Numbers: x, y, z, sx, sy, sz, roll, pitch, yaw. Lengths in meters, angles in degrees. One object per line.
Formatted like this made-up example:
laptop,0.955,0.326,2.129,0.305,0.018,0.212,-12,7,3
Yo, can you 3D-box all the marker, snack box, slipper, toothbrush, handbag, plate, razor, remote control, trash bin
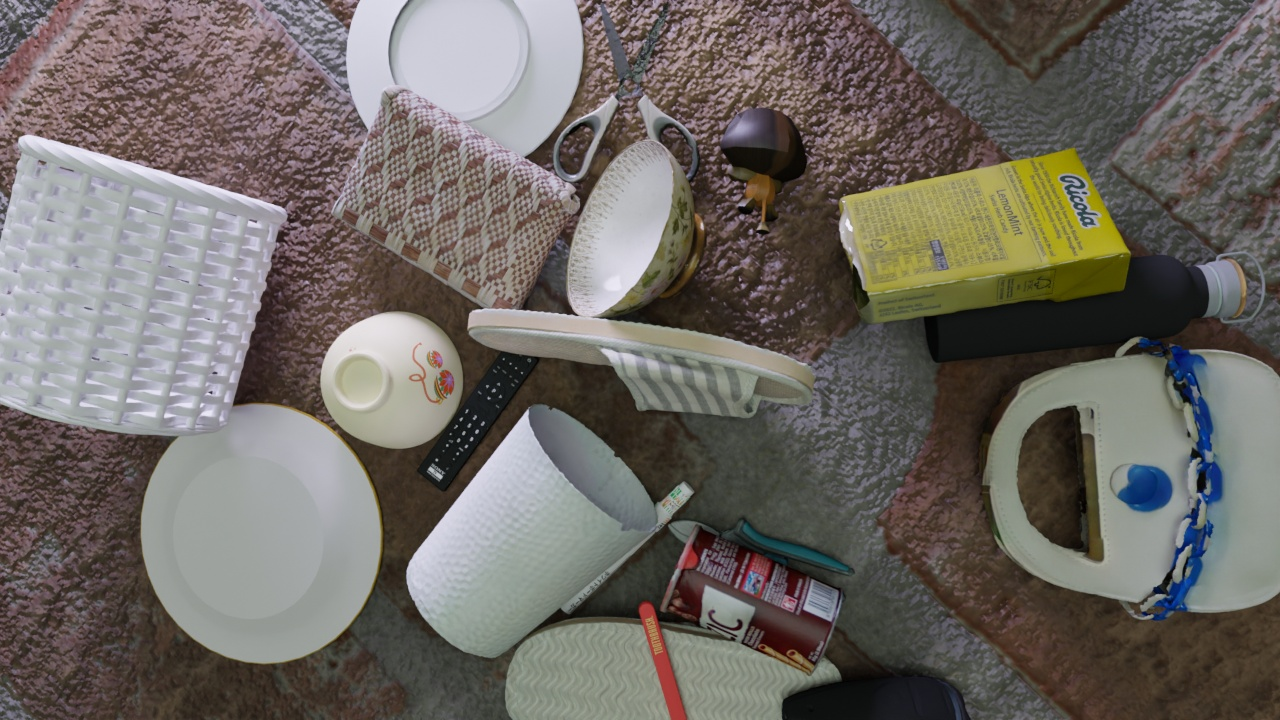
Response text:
marker,-0.012,0.153,0.750,0.145,0.017,0.017,-45,84,7
snack box,0.240,-0.087,0.667,0.181,0.045,0.121,-10,47,10
slipper,-0.004,0.004,0.704,0.273,0.114,0.054,12,74,8
toothbrush,0.033,0.284,0.696,0.012,0.018,0.212,-16,95,-1
handbag,-0.151,-0.128,0.755,0.186,0.047,0.124,31,104,6
plate,-0.151,-0.260,0.770,0.209,0.015,0.208,0,90,9
handbag,0.351,0.084,0.660,0.200,0.093,0.200,-6,90,15
razor,0.177,0.272,0.695,0.140,0.052,0.064,-1,129,-2
remote control,-0.137,0.047,0.773,0.030,0.009,0.140,37,96,7
trash bin,-0.089,0.136,0.711,0.133,0.133,0.161,45,101,6
slipper,0.026,0.259,0.730,0.263,0.052,0.115,4,95,-2
snack box,0.083,0.180,0.692,0.121,0.072,0.072,23,94,8
plate,-0.336,0.152,0.799,0.230,0.021,0.230,0,90,9

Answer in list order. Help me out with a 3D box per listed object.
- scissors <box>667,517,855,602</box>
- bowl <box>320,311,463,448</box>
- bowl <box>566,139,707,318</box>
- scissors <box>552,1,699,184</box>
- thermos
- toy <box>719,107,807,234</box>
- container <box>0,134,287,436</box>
scissors,0.098,0.150,0.733,0.139,0.019,0.136,-34,84,9
bowl,-0.214,0.017,0.752,0.118,0.074,0.118,0,90,9
bowl,0.005,-0.092,0.707,0.063,0.145,0.145,19,94,-30
scissors,-0.009,-0.206,0.749,0.171,0.012,0.157,-45,86,8
thermos,0.332,-0.041,0.673,0.231,0.061,0.061,-7,89,9
toy,0.095,-0.144,0.710,0.076,0.063,0.100,13,75,-27
container,-0.399,-0.057,0.724,0.189,0.189,0.187,17,94,8
